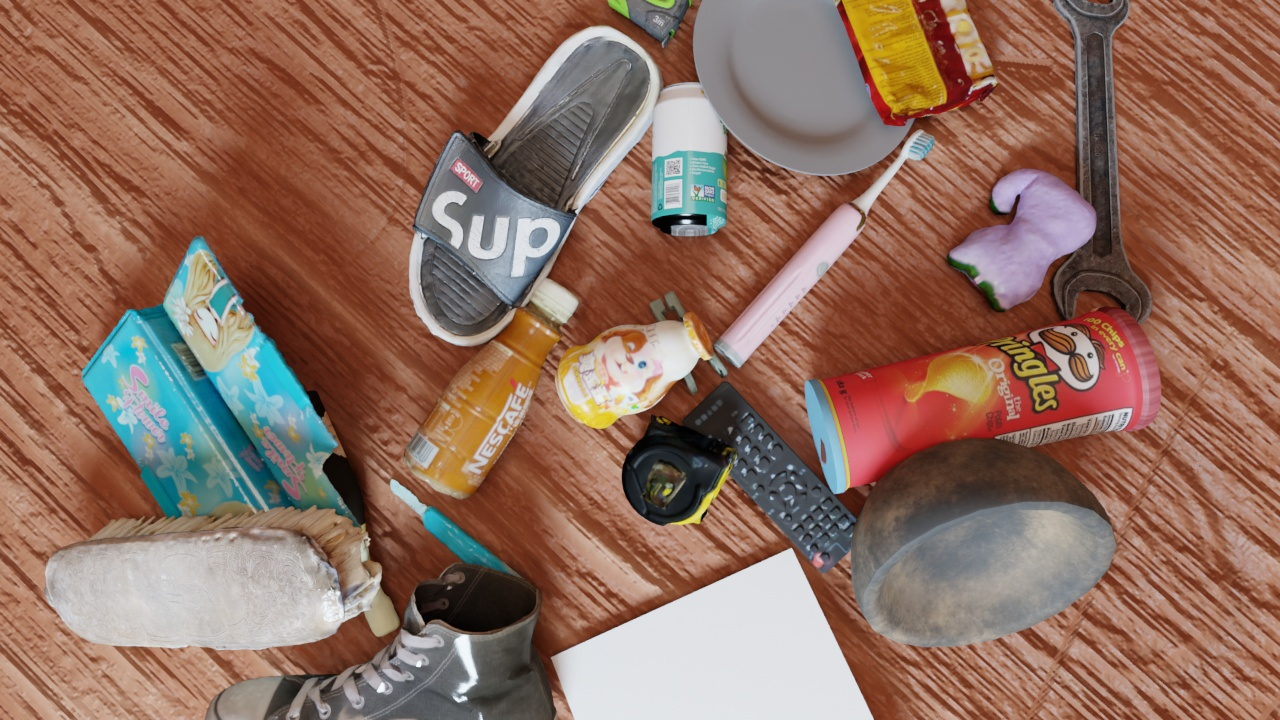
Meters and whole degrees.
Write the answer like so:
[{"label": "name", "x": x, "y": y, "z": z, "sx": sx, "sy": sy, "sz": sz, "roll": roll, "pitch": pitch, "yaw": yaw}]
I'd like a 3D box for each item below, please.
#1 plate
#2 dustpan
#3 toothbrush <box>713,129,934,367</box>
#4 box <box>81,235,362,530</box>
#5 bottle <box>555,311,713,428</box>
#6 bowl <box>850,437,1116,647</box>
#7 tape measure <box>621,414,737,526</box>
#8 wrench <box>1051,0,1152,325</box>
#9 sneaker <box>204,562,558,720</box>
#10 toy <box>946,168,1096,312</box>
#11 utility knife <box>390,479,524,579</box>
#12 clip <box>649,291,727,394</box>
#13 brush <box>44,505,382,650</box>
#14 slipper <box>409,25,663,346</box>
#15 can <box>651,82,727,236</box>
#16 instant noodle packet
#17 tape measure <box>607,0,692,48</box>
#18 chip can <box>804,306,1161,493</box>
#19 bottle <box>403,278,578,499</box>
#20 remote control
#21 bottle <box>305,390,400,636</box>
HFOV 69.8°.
[{"label": "plate", "x": 0.123, "y": -0.218, "z": 0.671, "sx": 0.178, "sy": 0.012, "sz": 0.178, "roll": 3, "pitch": 79, "yaw": -14}, {"label": "dustpan", "x": 0.077, "y": 0.294, "z": 0.652, "sx": 0.191, "sy": 0.053, "sz": 0.257, "roll": -25, "pitch": 74, "yaw": 1}, {"label": "toothbrush", "x": 0.136, "y": -0.085, "z": 0.671, "sx": 0.222, "sy": 0.027, "sz": 0.026, "roll": -48, "pitch": 57, "yaw": -1}, {"label": "box", "x": -0.284, "y": 0.051, "z": 0.640, "sx": 0.182, "sy": 0.039, "sz": 0.227, "roll": -38, "pitch": 84, "yaw": 30}, {"label": "bottle", "x": -0.004, "y": 0.004, "z": 0.644, "sx": 0.109, "sy": 0.063, "sz": 0.063, "roll": -25, "pitch": 85, "yaw": 15}, {"label": "bowl", "x": 0.214, "y": 0.115, "z": 0.601, "sx": 0.162, "sy": 0.162, "sz": 0.070, "roll": -11, "pitch": 44, "yaw": 2}, {"label": "tape measure", "x": 0.024, "y": 0.080, "z": 0.648, "sx": 0.071, "sy": 0.042, "sz": 0.072, "roll": 23, "pitch": 113, "yaw": 10}, {"label": "wrench", "x": 0.336, "y": -0.153, "z": 0.675, "sx": 0.070, "sy": 0.010, "sz": 0.273, "roll": 0, "pitch": 86, "yaw": 3}, {"label": "sneaker", "x": -0.175, "y": 0.207, "z": 0.616, "sx": 0.235, "sy": 0.095, "sz": 0.120, "roll": 0, "pitch": 109, "yaw": 2}, {"label": "toy", "x": 0.271, "y": -0.090, "z": 0.661, "sx": 0.100, "sy": 0.036, "sz": 0.080, "roll": -41, "pitch": 69, "yaw": 4}, {"label": "utility knife", "x": -0.132, "y": 0.133, "z": 0.674, "sx": 0.141, "sy": 0.015, "sz": 0.022, "roll": 40, "pitch": 109, "yaw": 5}, {"label": "clip", "x": 0.033, "y": -0.014, "z": 0.674, "sx": 0.037, "sy": 0.023, "sz": 0.075, "roll": -30, "pitch": 84, "yaw": 1}, {"label": "brush", "x": -0.292, "y": 0.146, "z": 0.610, "sx": 0.272, "sy": 0.056, "sz": 0.083, "roll": -9, "pitch": 99, "yaw": 25}, {"label": "slipper", "x": -0.084, "y": -0.134, "z": 0.669, "sx": 0.111, "sy": 0.063, "sz": 0.263, "roll": 38, "pitch": 86, "yaw": 5}, {"label": "can", "x": 0.036, "y": -0.144, "z": 0.666, "sx": 0.055, "sy": 0.055, "sz": 0.101, "roll": 1, "pitch": 86, "yaw": 3}, {"label": "instant noodle packet", "x": 0.195, "y": -0.240, "z": 0.665, "sx": 0.098, "sy": 0.040, "sz": 0.135, "roll": -20, "pitch": 86, "yaw": -17}, {"label": "tape measure", "x": 0.010, "y": -0.278, "z": 0.687, "sx": 0.065, "sy": 0.036, "sz": 0.059, "roll": 38, "pitch": 98, "yaw": 1}, {"label": "chip can", "x": 0.228, "y": 0.028, "z": 0.630, "sx": 0.213, "sy": 0.087, "sz": 0.087, "roll": -13, "pitch": 85, "yaw": 3}, {"label": "bottle", "x": -0.102, "y": 0.017, "z": 0.659, "sx": 0.059, "sy": 0.059, "sz": 0.167, "roll": 33, "pitch": 87, "yaw": 4}, {"label": "remote control", "x": 0.096, "y": 0.084, "z": 0.665, "sx": 0.047, "sy": 0.022, "sz": 0.150, "roll": -42, "pitch": 87, "yaw": -1}, {"label": "bottle", "x": -0.220, "y": 0.114, "z": 0.666, "sx": 0.045, "sy": 0.045, "sz": 0.184, "roll": -23, "pitch": 92, "yaw": 1}]
